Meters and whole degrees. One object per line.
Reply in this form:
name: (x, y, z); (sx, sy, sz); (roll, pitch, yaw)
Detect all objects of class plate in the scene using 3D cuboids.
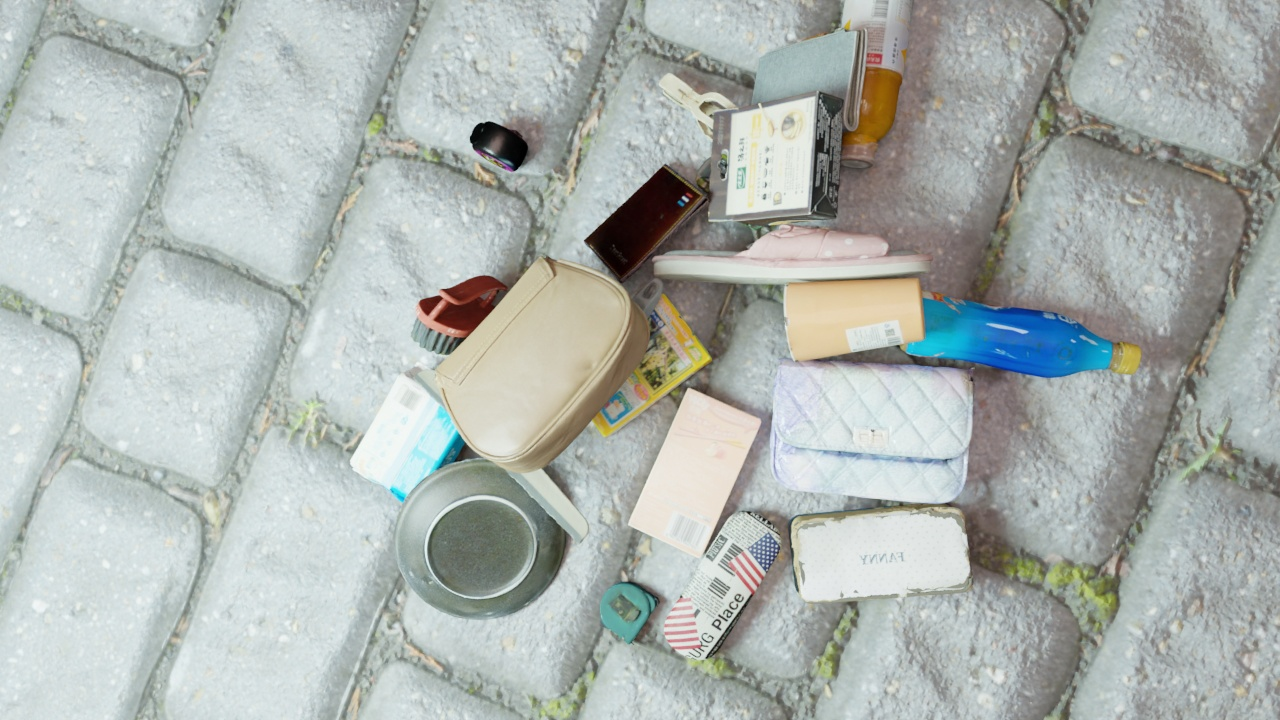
plate: (-0.164, 0.189, 0.947); (0.179, 0.024, 0.179); (-2, 103, -8)

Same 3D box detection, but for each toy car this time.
toy car: (0.099, -0.174, 0.952); (0.091, 0.036, 0.043); (42, 94, 3)

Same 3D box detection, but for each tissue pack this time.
tissue pack: (-0.234, 0.082, 0.972); (0.090, 0.063, 0.140); (30, 92, 7)

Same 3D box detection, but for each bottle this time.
bottle: (0.368, -0.019, 0.894); (0.219, 0.065, 0.065); (11, 89, 8)
bottle: (0.230, -0.290, 0.924); (0.068, 0.068, 0.189); (8, 89, 8)

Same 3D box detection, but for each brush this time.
brush: (-0.181, -0.050, 0.930); (0.063, 0.145, 0.069); (33, 105, 7)

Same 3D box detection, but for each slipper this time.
slipper: (0.146, -0.105, 0.909); (0.275, 0.114, 0.054); (1, 91, 14)

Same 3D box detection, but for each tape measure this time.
tape measure: (-0.149, -0.230, 0.979); (0.058, 0.057, 0.039); (29, 90, 16)
tape measure: (-0.015, 0.259, 0.954); (0.054, 0.025, 0.058); (33, 91, 7)

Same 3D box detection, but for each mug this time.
mug: (0.203, -0.042, 0.867); (0.123, 0.078, 0.078); (-5, 86, 20)

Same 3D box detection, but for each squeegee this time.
squeegee: (-0.062, 0.011, 0.933); (0.246, 0.039, 0.246); (42, 87, 16)

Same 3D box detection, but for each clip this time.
clip: (0.063, -0.265, 0.948); (0.103, 0.092, 0.035); (42, 93, -3)

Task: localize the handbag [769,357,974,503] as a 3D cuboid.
handbag: (0.226, 0.068, 0.905); (0.194, 0.075, 0.134); (3, 87, 7)

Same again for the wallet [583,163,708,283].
wallet: (0.004, -0.143, 0.948); (0.122, 0.020, 0.096); (-44, 39, 4)

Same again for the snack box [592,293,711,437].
snack box: (-0.006, 0.006, 0.961); (0.140, 0.033, 0.087); (-37, 83, 6)

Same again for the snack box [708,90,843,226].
snack box: (0.129, -0.191, 0.885); (0.126, 0.053, 0.113); (5, 92, 51)

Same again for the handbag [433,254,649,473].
handbag: (-0.092, 0.003, 0.873); (0.148, 0.100, 0.204); (41, 87, 24)

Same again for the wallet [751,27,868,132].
wallet: (0.168, -0.273, 0.918); (0.130, 0.037, 0.106); (6, 86, 51)

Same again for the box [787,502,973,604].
box: (0.228, 0.191, 0.909); (0.184, 0.059, 0.089); (-5, 86, 9)

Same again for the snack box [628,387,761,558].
snack box: (0.056, 0.115, 0.950); (0.084, 0.026, 0.157); (24, 91, 8)

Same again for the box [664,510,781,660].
box: (0.084, 0.229, 0.938); (0.071, 0.057, 0.164); (33, 93, -9)
